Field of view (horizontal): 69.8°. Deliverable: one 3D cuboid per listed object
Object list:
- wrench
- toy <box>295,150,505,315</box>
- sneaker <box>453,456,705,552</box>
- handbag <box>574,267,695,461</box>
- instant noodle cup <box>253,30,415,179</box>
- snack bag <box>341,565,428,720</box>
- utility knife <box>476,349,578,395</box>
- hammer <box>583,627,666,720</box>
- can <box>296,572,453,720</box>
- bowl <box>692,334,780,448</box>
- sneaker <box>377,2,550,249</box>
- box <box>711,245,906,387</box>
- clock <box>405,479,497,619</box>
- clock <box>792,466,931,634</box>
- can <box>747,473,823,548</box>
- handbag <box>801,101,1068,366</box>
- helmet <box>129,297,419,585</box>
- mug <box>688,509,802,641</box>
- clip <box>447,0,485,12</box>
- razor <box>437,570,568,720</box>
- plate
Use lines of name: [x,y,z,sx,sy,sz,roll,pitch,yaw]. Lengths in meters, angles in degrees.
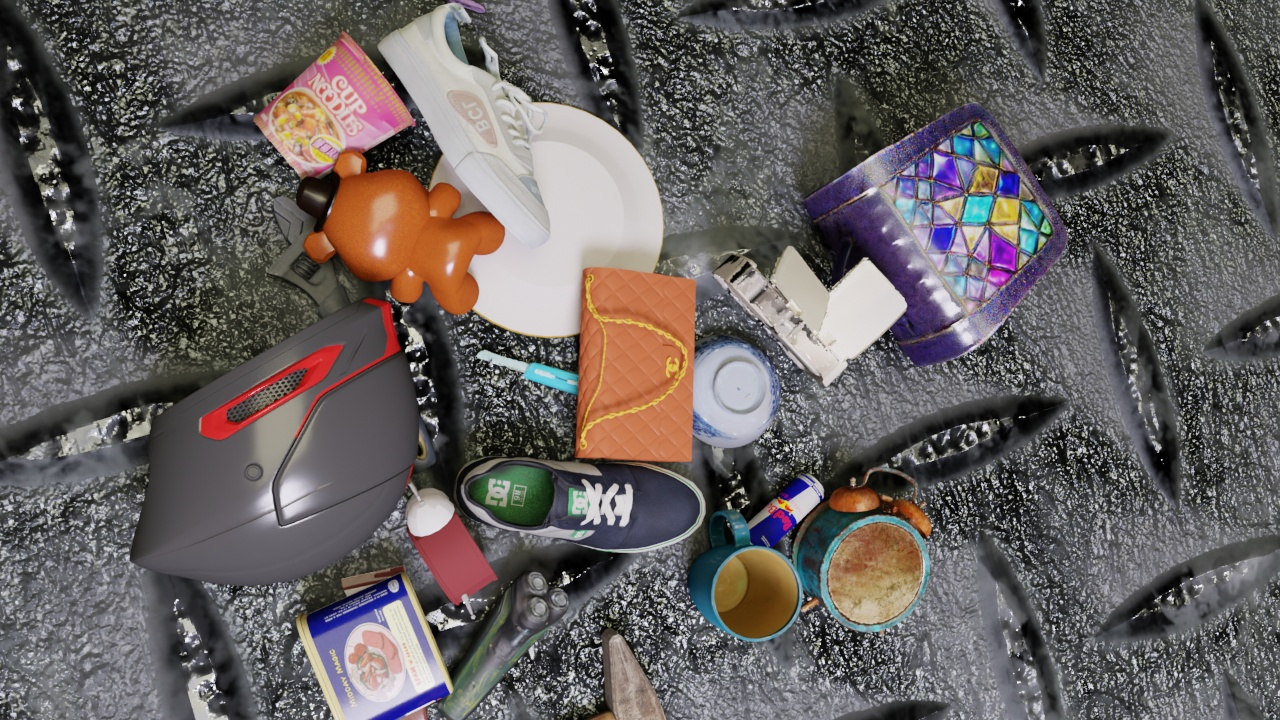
wrench: [-0.257,-0.023,0.818,0.073,0.022,0.273,-31,92,-22]
toy: [-0.210,-0.112,0.799,0.176,0.096,0.112,24,95,-28]
sneaker: [-0.047,0.129,0.828,0.235,0.079,0.084,8,82,-14]
handbag: [-0.005,0.005,0.846,0.108,0.060,0.171,6,81,-26]
instant noodle cup: [-0.270,-0.213,0.800,0.108,0.098,0.097,-40,95,-7]
snack bag: [-0.222,0.264,0.805,0.057,0.013,0.158,-10,88,-16]
utility knife: [-0.081,0.018,0.863,0.151,0.015,0.022,16,79,-12]
hammer: [-0.121,0.362,0.809,0.300,0.037,0.158,-17,89,-16]
can: [-0.220,0.247,0.770,0.092,0.057,0.116,-23,91,-16]
bowl: [0.091,0.028,0.890,0.114,0.045,0.114,1,84,-14]
sneaker: [-0.134,-0.213,0.809,0.091,0.089,0.242,-35,78,5]
box: [0.163,-0.058,0.828,0.106,0.193,0.143,-45,102,4]
clock: [-0.168,0.156,0.792,0.044,0.087,0.124,-33,97,-15]
clock: [0.218,0.178,0.892,0.121,0.073,0.157,19,92,-15]
can: [0.138,0.151,0.897,0.095,0.032,0.032,-40,95,-14]
handbag: [0.280,-0.119,0.911,0.221,0.126,0.205,-37,95,-17]
helmet: [-0.278,0.083,0.729,0.264,0.164,0.170,-32,100,-11]
mug: [0.086,0.193,0.844,0.084,0.104,0.112,-7,84,-15]
clip: [-0.171,-0.348,0.876,0.052,0.013,0.035,9,82,-11]
razor: [-0.125,0.254,0.806,0.054,0.067,0.151,39,85,-4]
plate: [-0.086,-0.137,0.873,0.229,0.021,0.229,1,84,-14]
